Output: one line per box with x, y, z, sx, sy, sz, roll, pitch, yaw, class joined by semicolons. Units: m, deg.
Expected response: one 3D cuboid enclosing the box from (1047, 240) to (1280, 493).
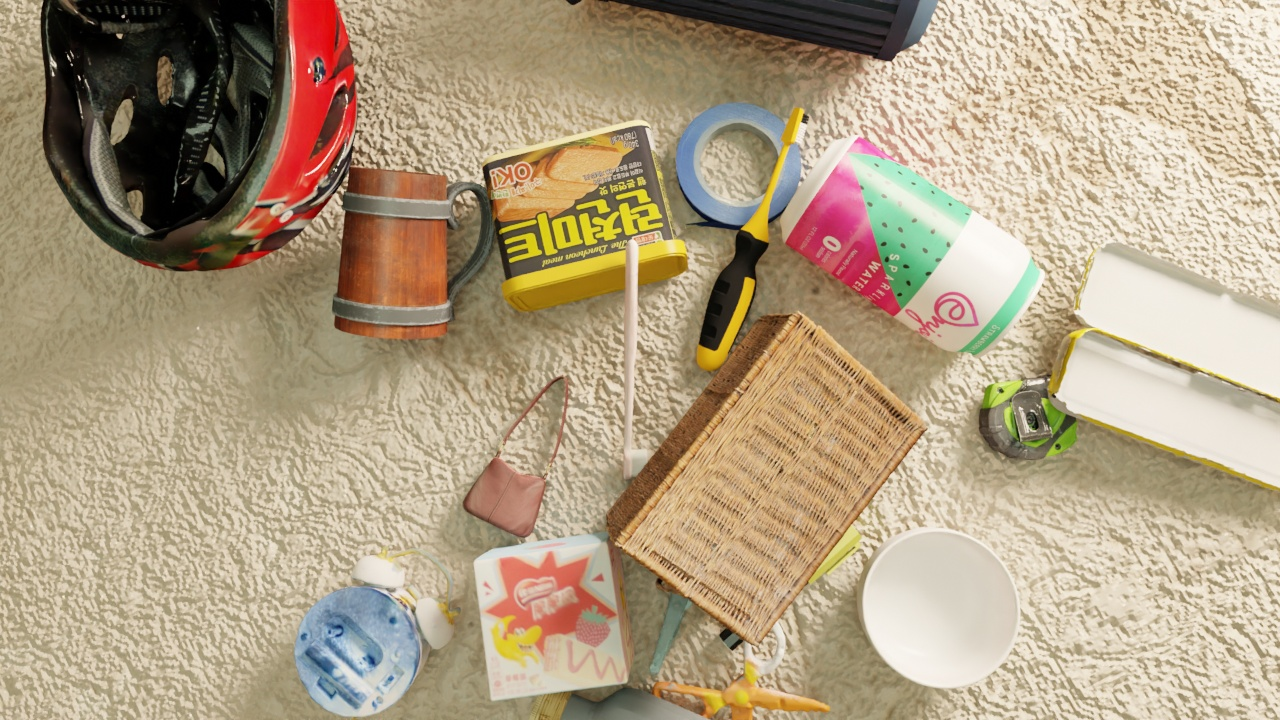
0.391;0.007;0.633;0.209;0.023;0.127;20;81;-4;box

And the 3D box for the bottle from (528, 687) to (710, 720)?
0.002;0.269;0.636;0.161;0.046;0.072;21;105;7;bottle

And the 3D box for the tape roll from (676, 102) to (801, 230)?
0.073;-0.144;0.682;0.091;0.016;0.093;-4;85;3;tape roll

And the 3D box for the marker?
0.107;0.162;0.656;0.124;0.017;0.021;-42;84;1;marker

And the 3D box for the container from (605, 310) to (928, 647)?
0.077;0.073;0.609;0.112;0.114;0.198;39;87;-4;container

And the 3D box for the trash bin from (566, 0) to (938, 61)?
0.082;-0.295;0.635;0.249;0.139;0.139;13;86;3;trash bin

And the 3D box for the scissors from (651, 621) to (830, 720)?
0.070;0.232;0.646;0.125;0.011;0.128;5;100;10;scissors

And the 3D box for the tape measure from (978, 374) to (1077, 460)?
0.274;0.041;0.645;0.065;0.036;0.058;-12;85;2;tape measure

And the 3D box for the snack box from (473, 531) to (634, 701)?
-0.058;0.173;0.635;0.093;0.079;0.094;-8;84;3;snack box

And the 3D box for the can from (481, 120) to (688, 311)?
-0.041;-0.102;0.660;0.131;0.072;0.101;-13;82;3;can

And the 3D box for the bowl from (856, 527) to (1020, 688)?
0.200;0.167;0.632;0.105;0.054;0.105;0;83;3;bowl

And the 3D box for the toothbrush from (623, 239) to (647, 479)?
-0.004;0.004;0.638;0.018;0.015;0.181;-1;114;-2;toothbrush

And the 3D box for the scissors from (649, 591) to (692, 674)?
0.032;0.163;0.663;0.056;0.015;0.136;21;82;3;scissors

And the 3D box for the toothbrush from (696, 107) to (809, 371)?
0.080;-0.085;0.658;0.030;0.031;0.197;13;100;-35;toothbrush

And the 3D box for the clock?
-0.186;0.192;0.656;0.089;0.052;0.125;41;89;6;clock

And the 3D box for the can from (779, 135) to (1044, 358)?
0.184;-0.078;0.634;0.166;0.088;0.088;35;88;6;can

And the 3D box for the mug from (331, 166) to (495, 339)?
-0.160;-0.078;0.660;0.117;0.081;0.111;-4;105;-39;mug

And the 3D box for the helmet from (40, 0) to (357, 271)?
-0.295;-0.184;0.631;0.218;0.167;0.271;-17;74;17;helmet

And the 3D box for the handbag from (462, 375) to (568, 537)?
-0.081;0.066;0.674;0.055;0.029;0.119;24;82;7;handbag
